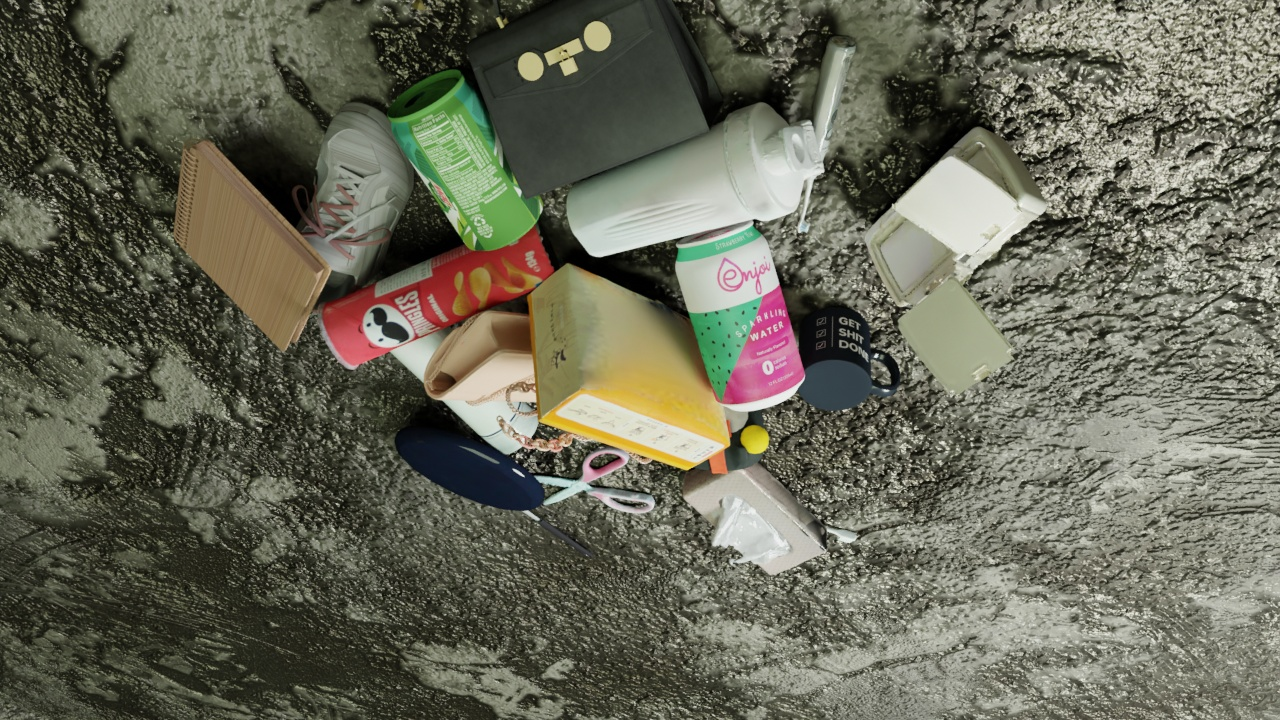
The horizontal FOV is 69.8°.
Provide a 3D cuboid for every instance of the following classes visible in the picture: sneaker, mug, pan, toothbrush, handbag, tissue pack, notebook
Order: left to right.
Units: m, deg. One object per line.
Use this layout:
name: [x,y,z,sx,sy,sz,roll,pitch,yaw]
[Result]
notebook: [-0.390,-0.107,0.903,0.169,0.022,0.211,48,146,-6]
sneaker: [-0.287,-0.132,0.884,0.099,0.089,0.237,20,135,-8]
pan: [-0.170,0.183,1.189,0.199,0.021,0.356,-4,144,40]
handbag: [-0.114,0.050,0.902,0.117,0.187,0.198,-40,154,29]
handbag: [-0.055,-0.257,0.744,0.176,0.072,0.196,-15,118,25]
tissue pack: [0.138,0.196,1.121,0.104,0.071,0.181,-33,119,27]
toothbrush: [0.184,0.203,1.167,0.187,0.012,0.017,16,139,-3]
toothbrush: [0.152,-0.185,0.785,0.024,0.022,0.186,21,136,15]
mug: [0.210,0.003,0.918,0.105,0.077,0.071,17,135,-5]

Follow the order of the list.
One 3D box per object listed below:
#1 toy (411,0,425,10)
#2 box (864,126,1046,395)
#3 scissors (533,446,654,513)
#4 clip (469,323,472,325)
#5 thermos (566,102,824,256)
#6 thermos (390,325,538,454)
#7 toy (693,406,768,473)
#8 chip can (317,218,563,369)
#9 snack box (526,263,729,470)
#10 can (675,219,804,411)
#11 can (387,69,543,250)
toy: [-0.159,-0.318,0.695,0.076,0.062,0.100,34,127,30]
box: [0.240,-0.087,0.725,0.101,0.194,0.144,13,134,-32]
scissors: [-0.057,0.168,1.185,0.158,0.014,0.173,39,129,-24]
clip: [-0.182,-0.013,0.989,0.048,0.076,0.023,-25,124,30]
thermos: [0.044,-0.153,0.795,0.221,0.099,0.099,-12,131,32]
thermos: [-0.208,0.013,1.028,0.068,0.067,0.230,-21,127,29]
toy: [0.079,0.078,1.007,0.119,0.097,0.100,-6,151,7]
chip can: [-0.193,-0.068,0.896,0.233,0.073,0.073,-22,128,7]
snack box: [-0.005,0.005,0.883,0.195,0.145,0.081,22,135,-38]
can: [0.092,-0.041,0.858,0.088,0.088,0.166,-12,105,23]
can: [-0.154,-0.176,0.817,0.083,0.082,0.144,-12,130,23]
